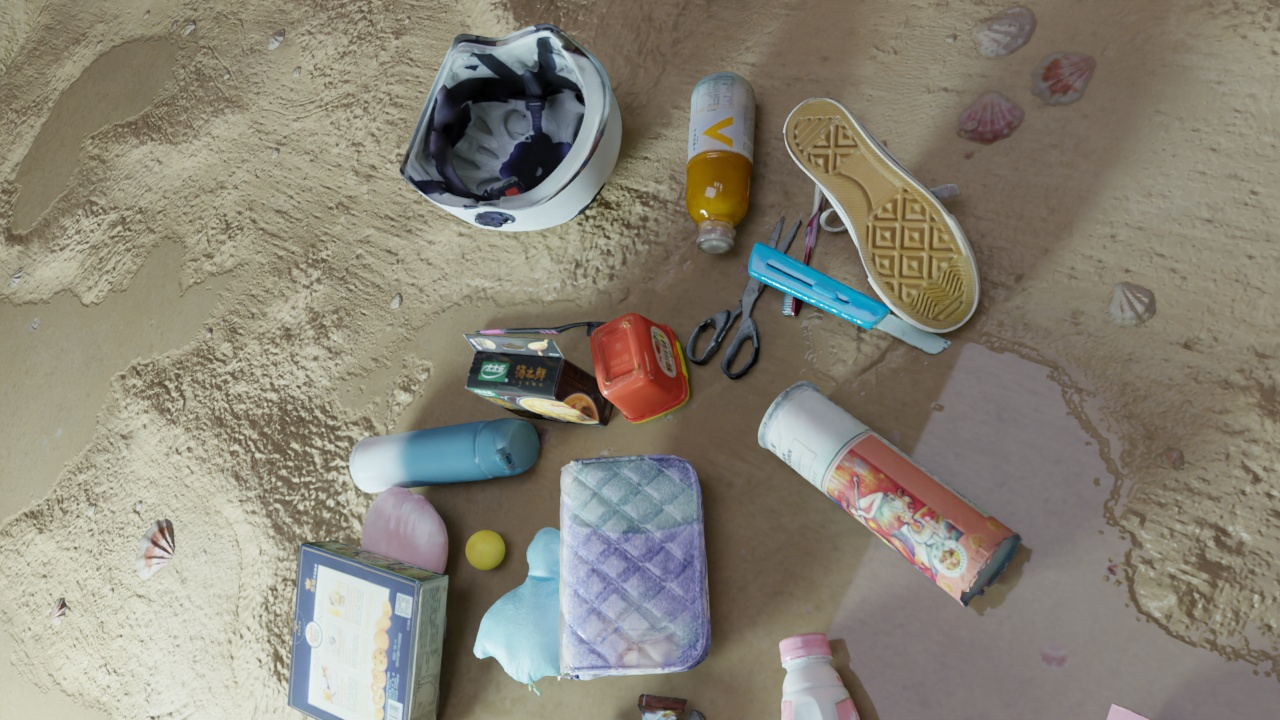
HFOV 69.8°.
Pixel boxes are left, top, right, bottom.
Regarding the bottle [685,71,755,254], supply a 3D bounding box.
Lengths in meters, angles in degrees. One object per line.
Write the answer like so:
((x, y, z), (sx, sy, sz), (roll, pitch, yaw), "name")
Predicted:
((0.081, -0.201, 0.936), (0.068, 0.068, 0.189), (-6, 68, 29), "bottle")

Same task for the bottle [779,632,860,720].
((0.144, 0.311, 0.699), (0.068, 0.068, 0.196), (-21, 58, 22), "bottle")

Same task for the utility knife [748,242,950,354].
((0.185, -0.055, 0.837), (0.205, 0.018, 0.034), (29, 85, 26), "utility knife")

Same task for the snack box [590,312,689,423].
((-0.005, 0.005, 0.898), (0.082, 0.080, 0.091), (-24, 61, 21), "snack box")

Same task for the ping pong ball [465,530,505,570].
((-0.159, 0.194, 0.938), (0.040, 0.040, 0.040), (-12, 65, 27), "ping pong ball")

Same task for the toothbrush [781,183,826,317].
((0.165, -0.130, 0.892), (0.017, 0.016, 0.187), (3, 73, 42), "toothbrush")

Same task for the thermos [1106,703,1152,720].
((0.301, 0.325, 0.587), (0.067, 0.087, 0.198), (15, 78, 52), "thermos")

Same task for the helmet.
((-0.124, -0.238, 1.026), (0.259, 0.146, 0.228), (9, 77, 25), "helmet")

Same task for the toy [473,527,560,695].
((-0.086, 0.234, 0.875), (0.161, 0.050, 0.156), (-14, 60, 12), "toy")

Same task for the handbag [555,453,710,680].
((-0.007, 0.185, 0.824), (0.134, 0.076, 0.193), (-3, 67, 7), "handbag")

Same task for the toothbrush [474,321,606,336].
((-0.110, -0.031, 1.017), (0.190, 0.014, 0.017), (-2, 83, 31), "toothbrush")

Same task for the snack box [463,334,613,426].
((-0.105, 0.022, 0.922), (0.113, 0.125, 0.053), (4, 73, 31), "snack box")

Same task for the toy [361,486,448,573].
((-0.261, 0.217, 0.983), (0.121, 0.054, 0.159), (20, 94, 35), "toy")

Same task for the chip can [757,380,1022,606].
((0.197, 0.103, 0.746), (0.215, 0.071, 0.071), (39, 93, 35), "chip can")

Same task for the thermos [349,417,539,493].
((-0.212, 0.103, 0.995), (0.221, 0.070, 0.070), (-10, 66, 26), "thermos")

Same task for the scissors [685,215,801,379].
((0.101, -0.065, 0.904), (0.151, 0.014, 0.170), (-17, 63, 23), "scissors")

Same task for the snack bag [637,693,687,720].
((0.013, 0.337, 0.773), (0.048, 0.026, 0.104), (-4, 64, 27), "snack bag")

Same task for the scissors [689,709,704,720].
((0.065, 0.375, 0.748), (0.176, 0.019, 0.174), (-7, 65, 30), "scissors")

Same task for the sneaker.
((0.220, -0.132, 0.819), (0.118, 0.087, 0.241), (-40, 77, 25), "sneaker")

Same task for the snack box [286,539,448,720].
((-0.282, 0.290, 0.940), (0.183, 0.045, 0.178), (8, 94, 33), "snack box")
